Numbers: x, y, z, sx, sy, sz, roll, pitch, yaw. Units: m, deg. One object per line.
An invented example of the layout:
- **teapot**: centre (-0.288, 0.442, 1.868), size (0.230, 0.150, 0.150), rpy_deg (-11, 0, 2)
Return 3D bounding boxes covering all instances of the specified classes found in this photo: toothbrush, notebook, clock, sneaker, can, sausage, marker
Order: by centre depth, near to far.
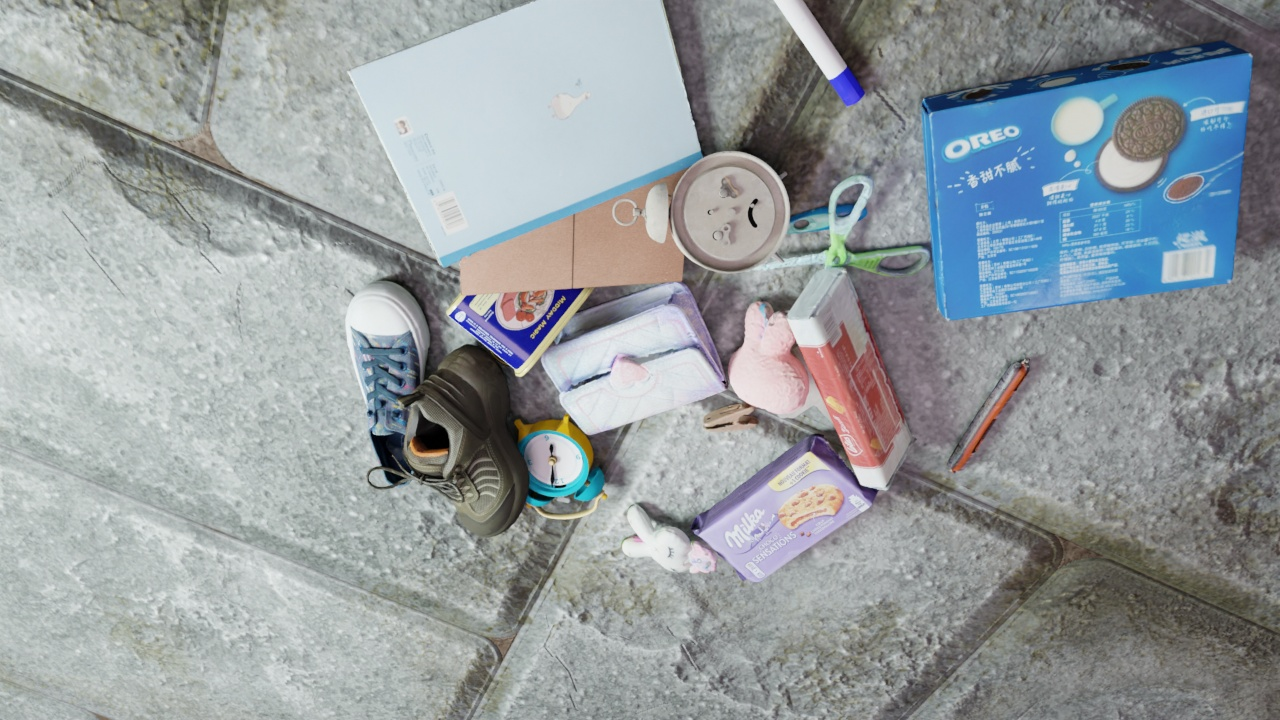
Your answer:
- **marker**: centre (0.138, -0.270, 0.751), size (0.020, 0.020, 0.141), rpy_deg (-32, 112, 25)
- **notebook**: centre (-0.084, -0.200, 0.762), size (0.253, 0.009, 0.181), rpy_deg (-22, 124, -5)
- **clock**: centre (0.053, -0.129, 0.811), size (0.157, 0.061, 0.103), rpy_deg (1, 94, -7)
- **notebook**: centre (-0.058, -0.130, 0.823), size (0.209, 0.008, 0.142), rpy_deg (-5, 120, -15)
- **toothbrush**: centre (0.140, -0.124, 0.846), size (0.135, 0.017, 0.022), rpy_deg (-11, 117, 11)
- **can**: centre (-0.115, -0.058, 0.876), size (0.092, 0.056, 0.116), rpy_deg (40, 81, -13)
- **sausage**: centre (0.348, 0.058, 0.923), size (0.020, 0.020, 0.156), rpy_deg (18, 123, -3)
- **sneaker**: centre (-0.197, 0.114, 0.953), size (0.101, 0.142, 0.238), rpy_deg (20, 129, 33)
- **sneaker**: centre (-0.268, 0.032, 0.967), size (0.087, 0.079, 0.236), rpy_deg (3, 122, 6)
- **clock**: centre (-0.093, 0.120, 1.018), size (0.099, 0.043, 0.130), rpy_deg (-8, 113, 14)

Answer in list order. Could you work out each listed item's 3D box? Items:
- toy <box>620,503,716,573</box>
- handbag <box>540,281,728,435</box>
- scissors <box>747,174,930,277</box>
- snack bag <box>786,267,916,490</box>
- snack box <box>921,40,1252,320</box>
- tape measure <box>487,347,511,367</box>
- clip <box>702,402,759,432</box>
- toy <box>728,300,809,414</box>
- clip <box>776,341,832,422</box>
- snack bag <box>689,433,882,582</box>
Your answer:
- **toy**: centre (0.031, 0.212, 1.042), size (0.123, 0.037, 0.079), rpy_deg (16, 133, 26)
- **handbag**: centre (-0.005, 0.005, 0.918), size (0.159, 0.069, 0.126), rpy_deg (-18, 119, 16)
- **scissors**: centre (0.180, -0.100, 0.846), size (0.171, 0.023, 0.172), rpy_deg (-6, 135, 4)
- **snack bag**: centre (0.205, 0.021, 0.879), size (0.041, 0.077, 0.225), rpy_deg (5, 135, 42)
- **snack box**: centre (0.367, -0.143, 0.774), size (0.239, 0.056, 0.196), rpy_deg (-7, 120, 14)
- **tape measure**: centre (-0.127, -0.024, 0.937), size (0.062, 0.034, 0.061), rpy_deg (5, 120, 6)
- **clip**: centre (0.095, 0.058, 0.960), size (0.059, 0.026, 0.052), rpy_deg (24, 120, -7)
- **toy**: centre (0.123, -0.003, 0.883), size (0.053, 0.108, 0.105), rpy_deg (-7, 110, -26)
- **clip**: centre (0.159, 0.031, 0.940), size (0.056, 0.045, 0.102), rpy_deg (-28, 113, 15)
- **snack bag**: centre (0.152, 0.160, 0.995), size (0.096, 0.058, 0.206), rpy_deg (41, 122, -11)
